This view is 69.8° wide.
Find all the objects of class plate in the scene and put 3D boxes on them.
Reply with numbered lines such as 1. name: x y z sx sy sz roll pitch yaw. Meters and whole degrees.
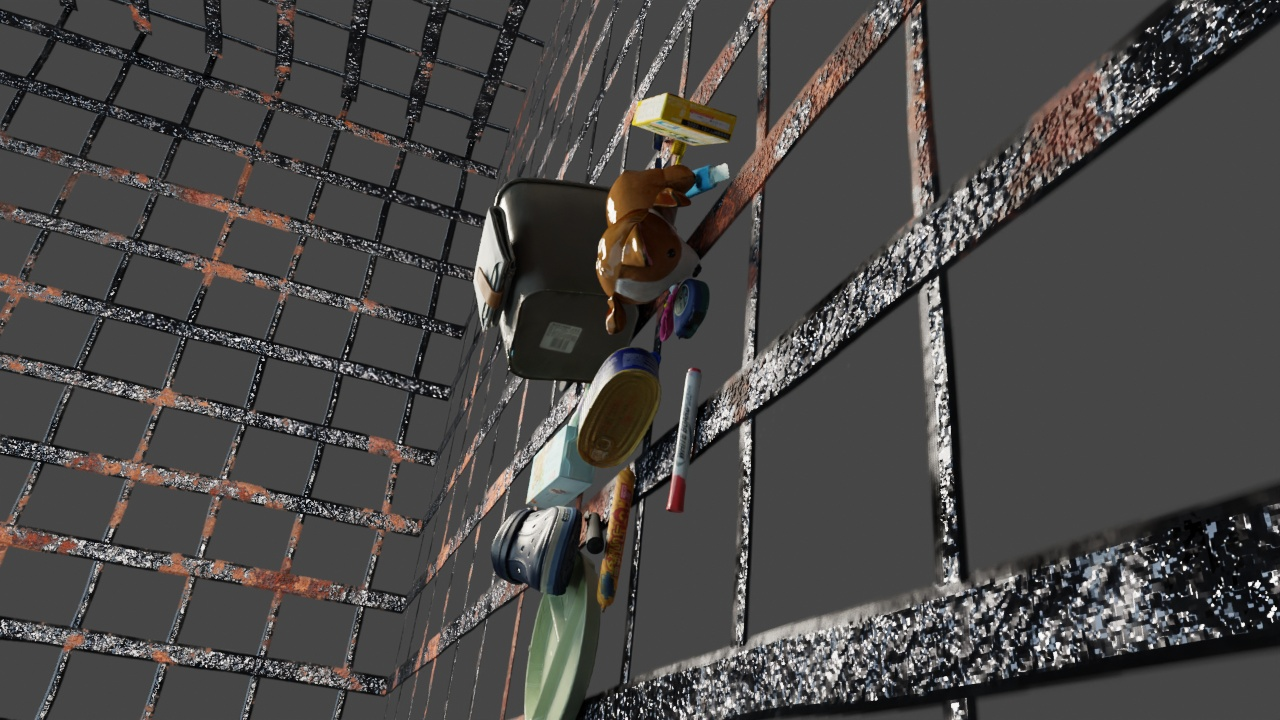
1. plate: -0.093 0.340 1.095 0.230 0.027 0.230 -166 91 -74

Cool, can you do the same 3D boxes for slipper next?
1. slipper: -0.137 0.228 1.136 0.253 0.095 0.105 147 134 -72

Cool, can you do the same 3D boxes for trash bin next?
1. trash bin: -0.103 -0.100 1.229 0.219 0.198 0.199 -101 21 -45

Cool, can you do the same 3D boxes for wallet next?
1. wallet: -0.191 -0.113 1.167 0.130 0.037 0.106 114 149 -46

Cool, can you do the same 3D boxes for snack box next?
1. snack box: -0.109 0.152 1.270 0.175 0.051 0.074 135 148 -60
2. snack box: 0.049 -0.280 1.075 0.140 0.087 0.034 -146 71 -73

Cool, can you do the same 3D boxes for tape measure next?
1. tape measure: 0.054 -0.058 0.968 0.055 0.025 0.058 126 150 -46

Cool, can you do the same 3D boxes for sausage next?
1. sausage: -0.027 0.195 1.015 0.021 0.021 0.165 145 137 -66

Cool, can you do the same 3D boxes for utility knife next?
1. utility knife: 0.067 -0.208 1.074 0.186 0.018 0.034 -170 80 -72

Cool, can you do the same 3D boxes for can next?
1. can: -0.026 0.054 1.046 0.049 0.074 0.148 -93 24 -54

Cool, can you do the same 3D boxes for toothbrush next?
1. toothbrush: -0.103 0.098 1.357 0.020 0.029 0.190 -29 -28 -48
2. toothbrush: 0.027 -0.198 1.196 0.016 0.016 0.190 -145 71 -74

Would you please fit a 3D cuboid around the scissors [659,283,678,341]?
1. scissors: 0.042 -0.089 1.059 0.077 0.017 0.137 124 159 -50

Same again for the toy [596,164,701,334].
1. toy: 0.009 -0.128 1.021 0.199 0.130 0.140 -69 -5 -50

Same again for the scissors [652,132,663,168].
1. scissors: 0.025 -0.279 1.225 0.175 0.012 0.162 -64 -22 -82

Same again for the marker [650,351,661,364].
1. marker: -0.007 0.007 1.125 0.146 0.017 0.017 159 125 -70

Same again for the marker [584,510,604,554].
1. marker: -0.054 0.196 1.058 0.020 0.022 0.132 -44 5 0

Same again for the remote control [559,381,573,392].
1. remote control: -0.097 -0.014 1.426 0.053 0.024 0.136 -160 86 -75

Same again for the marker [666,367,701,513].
1. marker: 0.044 0.077 0.898 0.017 0.017 0.145 143 139 -65
